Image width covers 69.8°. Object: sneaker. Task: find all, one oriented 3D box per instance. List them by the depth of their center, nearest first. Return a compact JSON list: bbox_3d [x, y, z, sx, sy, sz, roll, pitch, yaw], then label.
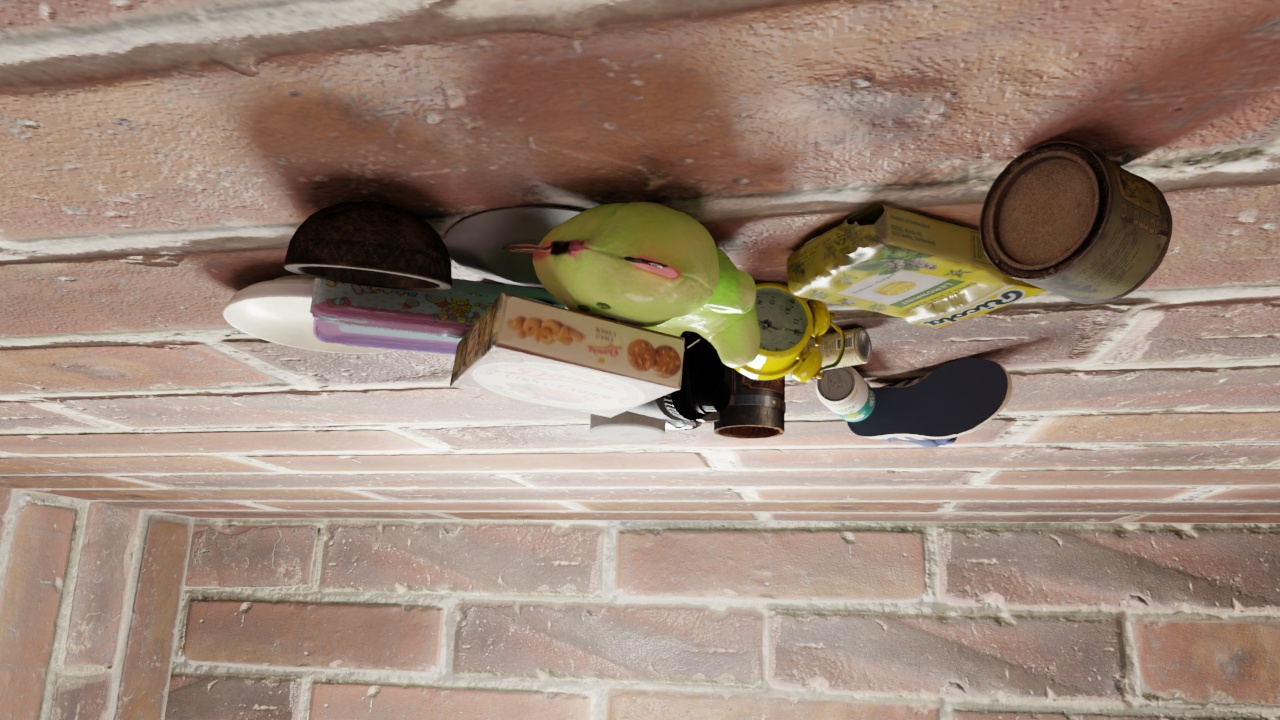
[{"bbox_3d":[0.380,0.062,1.121,0.118,0.091,0.234,13,159,-33],"label":"sneaker"}]

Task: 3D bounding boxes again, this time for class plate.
[{"bbox_3d":[-0.076,-0.086,0.776,0.178,0.012,0.178,1,164,0],"label":"plate"},{"bbox_3d":[-0.308,-0.047,0.897,0.182,0.034,0.182,1,164,0],"label":"plate"}]

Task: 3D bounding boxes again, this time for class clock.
[{"bbox_3d":[0.129,-0.024,0.844,0.119,0.083,0.057,16,158,1],"label":"clock"}]

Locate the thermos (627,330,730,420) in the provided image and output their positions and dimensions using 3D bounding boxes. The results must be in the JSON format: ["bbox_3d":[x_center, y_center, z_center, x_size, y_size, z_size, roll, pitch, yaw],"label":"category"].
[{"bbox_3d":[-0.005,0.005,0.859,0.199,0.086,0.086,10,174,42],"label":"thermos"}]

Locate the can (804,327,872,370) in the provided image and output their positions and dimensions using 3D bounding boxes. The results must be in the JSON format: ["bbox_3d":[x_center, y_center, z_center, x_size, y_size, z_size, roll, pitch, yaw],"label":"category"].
[{"bbox_3d":[0.201,-0.010,0.973,0.080,0.038,0.038,-11,160,38],"label":"can"}]

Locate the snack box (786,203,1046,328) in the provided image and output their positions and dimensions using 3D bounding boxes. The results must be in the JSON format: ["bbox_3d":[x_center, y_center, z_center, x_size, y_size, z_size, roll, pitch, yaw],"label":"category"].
[{"bbox_3d":[0.221,-0.070,0.745,0.180,0.045,0.121,9,162,-27],"label":"snack box"}]

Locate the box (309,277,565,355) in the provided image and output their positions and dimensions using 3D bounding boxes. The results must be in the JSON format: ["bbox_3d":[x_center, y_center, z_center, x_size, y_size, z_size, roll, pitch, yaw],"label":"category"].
[{"bbox_3d":[-0.174,-0.024,0.798,0.214,0.091,0.090,6,129,-18],"label":"box"}]

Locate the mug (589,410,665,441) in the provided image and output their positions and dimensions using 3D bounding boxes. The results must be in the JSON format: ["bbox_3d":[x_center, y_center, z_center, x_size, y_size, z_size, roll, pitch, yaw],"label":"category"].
[{"bbox_3d":[-0.009,0.048,0.984,0.084,0.070,0.113,-3,162,15],"label":"mug"}]

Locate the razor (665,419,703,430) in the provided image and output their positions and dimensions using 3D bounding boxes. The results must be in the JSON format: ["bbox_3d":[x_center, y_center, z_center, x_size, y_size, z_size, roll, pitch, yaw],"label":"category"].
[{"bbox_3d":[0.011,0.057,1.225,0.151,0.053,0.067,10,153,-4],"label":"razor"}]

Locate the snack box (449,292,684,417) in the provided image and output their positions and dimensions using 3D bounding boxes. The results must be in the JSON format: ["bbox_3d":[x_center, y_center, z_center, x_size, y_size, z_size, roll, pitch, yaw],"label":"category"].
[{"bbox_3d":[-0.060,0.002,0.710,0.143,0.041,0.147,13,163,-20],"label":"snack box"}]

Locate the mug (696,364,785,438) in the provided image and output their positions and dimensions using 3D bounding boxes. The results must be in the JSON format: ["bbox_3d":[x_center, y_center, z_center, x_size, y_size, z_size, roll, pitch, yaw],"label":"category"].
[{"bbox_3d":[0.098,0.021,0.967,0.115,0.107,0.080,8,163,-21],"label":"mug"}]

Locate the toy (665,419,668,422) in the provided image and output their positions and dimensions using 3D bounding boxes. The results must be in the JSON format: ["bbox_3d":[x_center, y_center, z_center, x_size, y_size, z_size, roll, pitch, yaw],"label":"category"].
[{"bbox_3d":[-0.005,0.042,1.093,0.080,0.099,0.037,8,126,-19],"label":"toy"}]

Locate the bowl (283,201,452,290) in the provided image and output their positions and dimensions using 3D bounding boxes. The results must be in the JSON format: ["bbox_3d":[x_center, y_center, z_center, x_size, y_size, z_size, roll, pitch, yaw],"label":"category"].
[{"bbox_3d":[-0.201,-0.089,0.689,0.121,0.056,0.121,5,177,0],"label":"bowl"}]

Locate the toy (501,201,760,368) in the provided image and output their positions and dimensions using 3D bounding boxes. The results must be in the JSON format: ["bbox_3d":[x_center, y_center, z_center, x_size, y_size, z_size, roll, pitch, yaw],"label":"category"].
[{"bbox_3d":[0.010,-0.065,0.701,0.150,0.107,0.197,8,160,29],"label":"toy"}]

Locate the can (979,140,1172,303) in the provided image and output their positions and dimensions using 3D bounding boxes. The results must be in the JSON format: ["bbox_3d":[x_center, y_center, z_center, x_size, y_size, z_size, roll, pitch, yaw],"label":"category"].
[{"bbox_3d":[0.279,-0.088,0.594,0.074,0.089,0.090,12,161,-33],"label":"can"}]

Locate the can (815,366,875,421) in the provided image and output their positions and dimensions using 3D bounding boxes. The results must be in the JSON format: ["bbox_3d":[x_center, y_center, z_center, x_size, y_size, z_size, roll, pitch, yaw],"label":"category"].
[{"bbox_3d":[0.249,0.039,1.114,0.055,0.055,0.101,-6,163,25],"label":"can"}]
